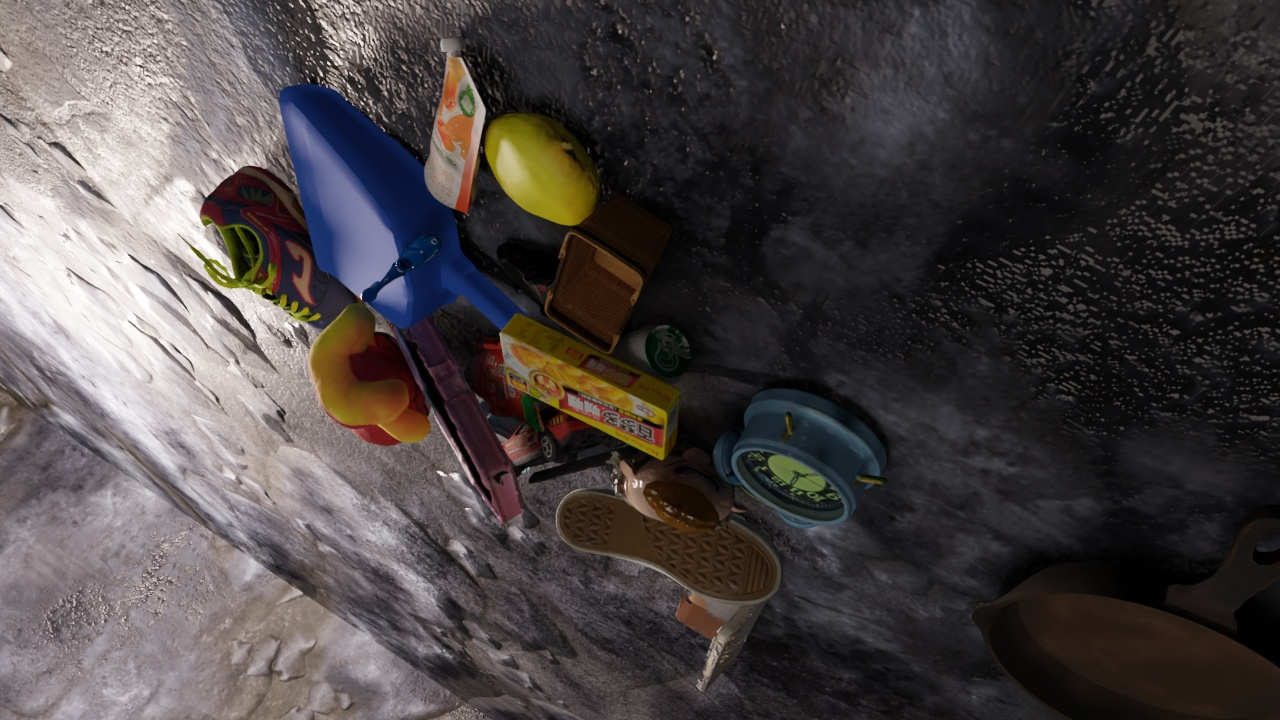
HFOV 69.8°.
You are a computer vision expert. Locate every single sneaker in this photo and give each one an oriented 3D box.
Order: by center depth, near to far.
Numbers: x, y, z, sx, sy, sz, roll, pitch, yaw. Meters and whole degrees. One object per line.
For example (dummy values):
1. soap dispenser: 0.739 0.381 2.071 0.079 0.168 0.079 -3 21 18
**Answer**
1. sneaker: 0.034 0.180 0.937 0.236 0.087 0.079 14 180 15
2. sneaker: -0.374 -0.084 0.956 0.116 0.090 0.242 13 143 29

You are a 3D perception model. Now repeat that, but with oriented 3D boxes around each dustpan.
1. dustpan: -0.195 -0.083 0.805 0.257 0.059 0.246 43 151 15

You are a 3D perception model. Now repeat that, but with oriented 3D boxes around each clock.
1. clock: 0.124 0.083 0.737 0.118 0.059 0.162 34 153 0
2. clock: -0.167 0.085 1.034 0.123 0.041 0.087 24 147 15

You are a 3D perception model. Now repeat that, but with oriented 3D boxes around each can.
1. can: -0.004 0.004 0.757 0.053 0.053 0.101 44 148 -14

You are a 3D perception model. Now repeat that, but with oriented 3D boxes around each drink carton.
1. drink carton: -0.130 -0.166 0.655 0.069 0.038 0.122 65 155 17

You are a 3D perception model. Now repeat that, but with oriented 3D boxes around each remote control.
1. remote control: -0.049 0.100 0.897 0.125 0.010 0.039 -17 171 12

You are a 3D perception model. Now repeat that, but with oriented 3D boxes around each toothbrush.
1. toothbrush: -0.195 -0.075 0.746 0.021 0.016 0.133 44 138 -20

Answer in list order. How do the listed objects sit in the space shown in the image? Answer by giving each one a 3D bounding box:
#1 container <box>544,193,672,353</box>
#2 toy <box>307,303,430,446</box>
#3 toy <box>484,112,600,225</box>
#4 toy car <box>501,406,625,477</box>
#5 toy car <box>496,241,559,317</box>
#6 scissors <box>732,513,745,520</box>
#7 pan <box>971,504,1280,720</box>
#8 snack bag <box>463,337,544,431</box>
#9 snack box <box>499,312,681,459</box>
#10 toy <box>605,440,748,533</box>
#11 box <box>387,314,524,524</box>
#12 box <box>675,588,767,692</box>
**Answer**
1. container: -0.022 -0.065 0.671 0.063 0.061 0.114 33 149 3
2. toy: -0.279 0.025 0.961 0.216 0.098 0.147 115 137 -78
3. toy: -0.070 -0.133 0.646 0.095 0.041 0.094 45 153 -17
4. toy car: -0.081 0.077 0.909 0.190 0.081 0.056 -32 70 55
5. toy car: -0.084 -0.070 0.749 0.092 0.036 0.042 39 161 42
6. scissors: 0.046 0.143 0.941 0.133 0.015 0.104 38 146 -12
7. pan: 0.379 0.189 0.648 0.249 0.043 0.357 22 146 21
8. snack bag: -0.121 0.021 0.861 0.155 0.044 0.087 10 113 61
9. snack box: -0.040 0.021 0.734 0.152 0.025 0.075 25 148 15
10. toy: 0.035 0.110 0.805 0.132 0.076 0.176 16 -177 -4
11. box: -0.182 0.049 0.893 0.232 0.046 0.098 55 161 33
12. box: 0.082 0.280 1.032 0.108 0.094 0.217 50 156 24
